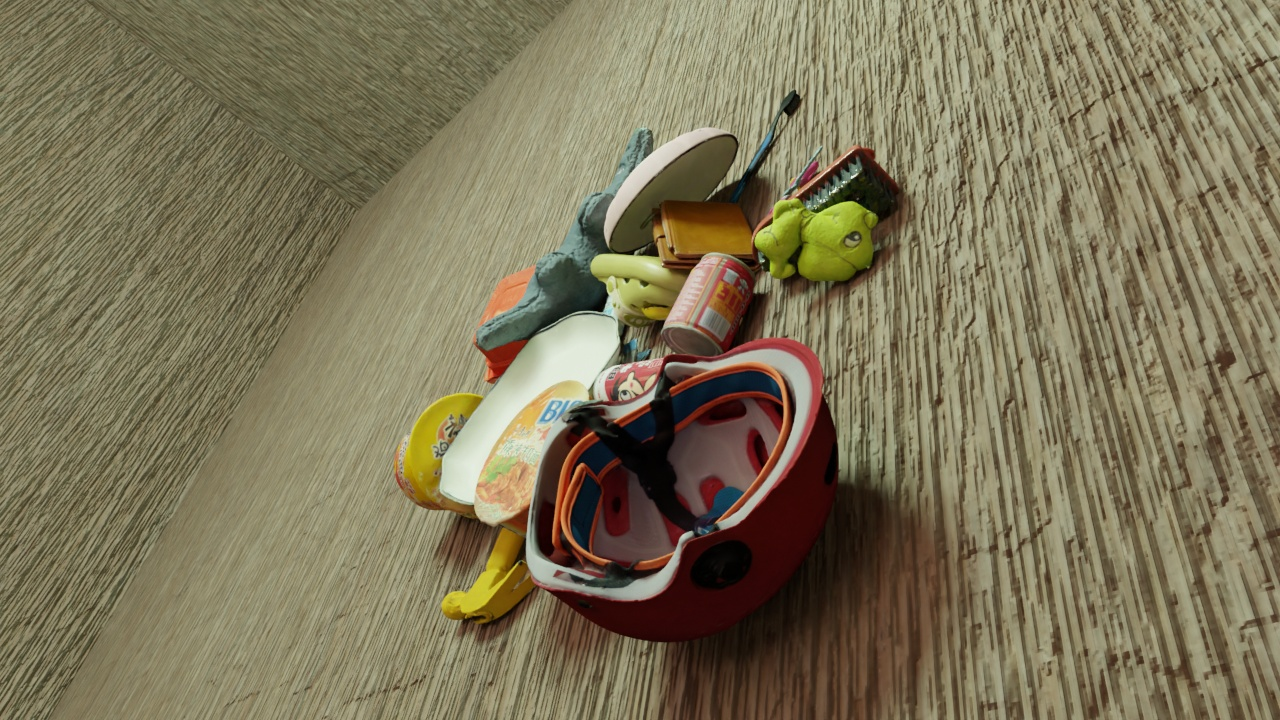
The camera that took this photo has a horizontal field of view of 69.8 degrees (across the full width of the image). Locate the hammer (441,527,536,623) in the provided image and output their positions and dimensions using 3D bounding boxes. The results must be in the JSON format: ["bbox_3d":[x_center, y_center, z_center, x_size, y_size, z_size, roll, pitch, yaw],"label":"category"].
[{"bbox_3d":[-0.115,0.138,0.981,0.129,0.033,0.299,-20,40,46],"label":"hammer"}]

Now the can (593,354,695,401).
[{"bbox_3d":[0.009,0.026,0.904,0.133,0.053,0.053,-9,47,54],"label":"can"}]

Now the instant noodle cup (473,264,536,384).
[{"bbox_3d":[-0.151,-0.058,1.247,0.189,0.079,0.164,-13,48,45],"label":"instant noodle cup"}]

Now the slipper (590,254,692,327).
[{"bbox_3d":[0.010,-0.077,1.025,0.191,0.091,0.081,19,107,56],"label":"slipper"}]

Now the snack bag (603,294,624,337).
[{"bbox_3d":[-0.030,-0.053,1.102,0.048,0.026,0.104,-36,30,41],"label":"snack bag"}]

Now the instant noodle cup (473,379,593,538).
[{"bbox_3d":[-0.062,0.110,0.841,0.152,0.111,0.151,-38,29,25],"label":"instant noodle cup"}]

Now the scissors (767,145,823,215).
[{"bbox_3d":[0.150,-0.168,0.925,0.130,0.017,0.133,-53,-4,24],"label":"scissors"}]

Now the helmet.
[{"bbox_3d":[0.045,0.101,0.653,0.240,0.144,0.206,-28,32,14],"label":"helmet"}]

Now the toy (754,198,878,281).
[{"bbox_3d":[0.157,-0.104,0.812,0.097,0.100,0.031,-58,-11,25],"label":"toy"}]

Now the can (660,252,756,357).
[{"bbox_3d":[0.068,-0.051,0.894,0.067,0.066,0.093,-9,48,54],"label":"can"}]

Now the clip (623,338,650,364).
[{"bbox_3d":[-0.008,0.007,1.000,0.027,0.043,0.058,-23,41,42],"label":"clip"}]

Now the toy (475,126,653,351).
[{"bbox_3d":[-0.070,-0.132,1.142,0.091,0.138,0.355,24,72,33],"label":"toy"}]

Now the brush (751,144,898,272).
[{"bbox_3d":[0.164,-0.138,0.861,0.146,0.063,0.069,-37,31,30],"label":"brush"}]

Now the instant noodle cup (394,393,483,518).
[{"bbox_3d":[-0.222,0.117,1.079,0.110,0.138,0.137,-26,34,55],"label":"instant noodle cup"}]

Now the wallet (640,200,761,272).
[{"bbox_3d":[0.062,-0.136,0.980,0.130,0.119,0.035,-97,7,-56],"label":"wallet"}]

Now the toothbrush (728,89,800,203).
[{"bbox_3d":[0.145,-0.247,1.094,0.014,0.016,0.189,11,68,51],"label":"toothbrush"}]

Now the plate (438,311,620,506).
[{"bbox_3d":[-0.113,0.054,1.001,0.162,0.034,0.265,5,53,47],"label":"plate"}]

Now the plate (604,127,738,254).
[{"bbox_3d":[0.028,-0.202,1.062,0.192,0.039,0.192,-38,-12,-9],"label":"plate"}]
